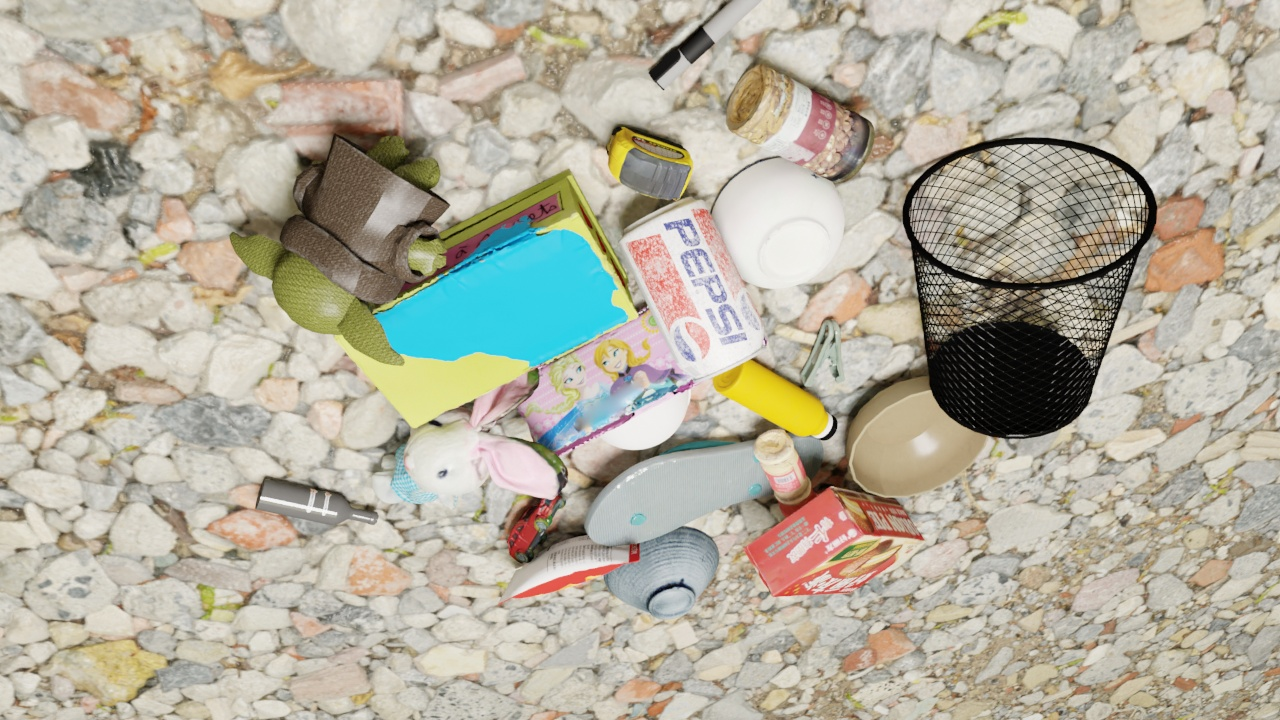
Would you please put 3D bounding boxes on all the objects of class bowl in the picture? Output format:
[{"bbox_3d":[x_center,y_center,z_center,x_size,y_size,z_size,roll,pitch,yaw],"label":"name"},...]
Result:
[{"bbox_3d":[-0.001,0.051,0.881,0.110,0.040,0.110,-6,129,-8],"label":"bowl"},{"bbox_3d":[0.120,-0.107,0.770,0.113,0.063,0.114,-7,129,-9],"label":"bowl"},{"bbox_3d":[0.030,0.255,1.040,0.137,0.057,0.137,-7,129,-8],"label":"bowl"},{"bbox_3d":[0.282,0.072,0.958,0.152,0.050,0.153,-6,129,-8],"label":"bowl"}]

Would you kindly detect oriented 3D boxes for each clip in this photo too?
[{"bbox_3d":[0.181,-0.008,0.890,0.059,0.023,0.076,-8,131,-9],"label":"clip"}]

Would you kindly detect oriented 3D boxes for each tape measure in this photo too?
[{"bbox_3d":[0.007,-0.150,0.709,0.065,0.064,0.037,11,123,-20],"label":"tape measure"}]

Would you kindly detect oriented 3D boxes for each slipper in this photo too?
[{"bbox_3d":[0.064,0.115,0.951,0.268,0.054,0.098,-14,128,-16],"label":"slipper"}]

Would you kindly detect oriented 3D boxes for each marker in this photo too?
[{"bbox_3d":[0.064,-0.252,0.672,0.141,0.016,0.016,-39,126,17],"label":"marker"}]

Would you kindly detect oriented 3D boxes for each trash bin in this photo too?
[{"bbox_3d":[0.326,-0.052,0.797,0.184,0.183,0.210,-18,135,1],"label":"trash bin"}]

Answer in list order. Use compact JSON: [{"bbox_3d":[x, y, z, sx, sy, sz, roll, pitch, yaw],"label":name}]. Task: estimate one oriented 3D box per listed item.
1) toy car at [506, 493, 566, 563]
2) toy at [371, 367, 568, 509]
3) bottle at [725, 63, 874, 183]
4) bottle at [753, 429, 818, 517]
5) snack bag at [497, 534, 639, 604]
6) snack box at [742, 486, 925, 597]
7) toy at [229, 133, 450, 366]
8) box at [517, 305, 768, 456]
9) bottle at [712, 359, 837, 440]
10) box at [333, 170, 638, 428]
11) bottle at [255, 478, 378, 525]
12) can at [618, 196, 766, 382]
[{"bbox_3d":[-0.109,0.171,0.952,0.036,0.042,0.091,36,124,1],"label":"toy car"},{"bbox_3d":[-0.180,0.081,0.814,0.206,0.131,0.105,-20,168,33],"label":"toy"},{"bbox_3d":[0.124,-0.183,0.715,0.105,0.056,0.056,18,121,-25],"label":"bottle"},{"bbox_3d":[0.149,0.117,0.934,0.044,0.044,0.109,-24,129,6],"label":"bottle"},{"bbox_3d":[-0.070,0.210,0.952,0.144,0.131,0.039,-18,91,1],"label":"snack bag"},{"bbox_3d":[0.213,0.196,0.975,0.113,0.060,0.236,-40,151,18],"label":"snack box"},{"bbox_3d":[-0.206,-0.090,0.670,0.153,0.179,0.078,-58,162,5],"label":"toy"},{"bbox_3d":[-0.005,0.005,0.817,0.230,0.053,0.084,-28,91,10],"label":"box"},{"bbox_3d":[0.137,0.040,0.904,0.143,0.043,0.043,28,117,-30],"label":"bottle"},{"bbox_3d":[-0.124,-0.048,0.754,0.221,0.080,0.124,-28,128,7],"label":"box"},{"bbox_3d":[-0.310,0.142,0.888,0.113,0.030,0.030,18,121,-25],"label":"bottle"},{"bbox_3d":[0.043,-0.057,0.745,0.078,0.078,0.136,-26,92,7],"label":"can"}]
